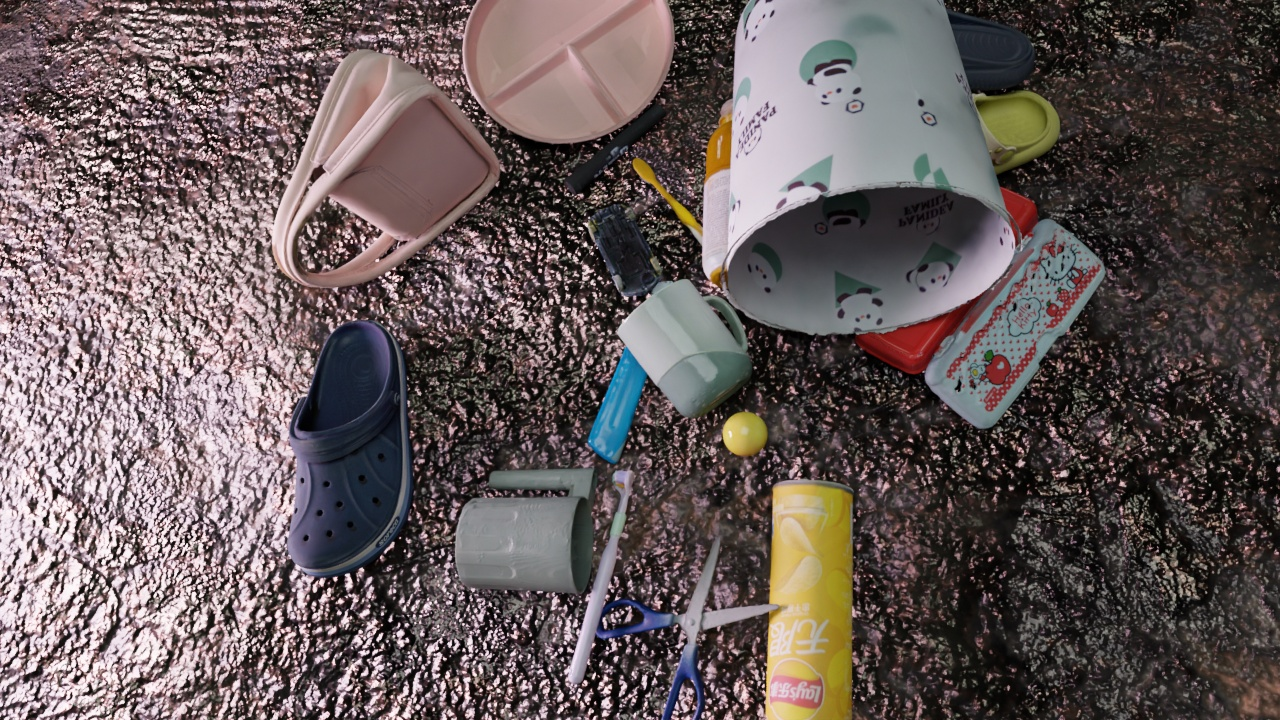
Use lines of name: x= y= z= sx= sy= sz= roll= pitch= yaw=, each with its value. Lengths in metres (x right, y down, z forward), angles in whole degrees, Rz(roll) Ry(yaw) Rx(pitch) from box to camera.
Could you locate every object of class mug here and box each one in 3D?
mug: x=0.053 y=-0.014 z=0.843 sx=0.111 sy=0.082 sz=0.106 roll=-31 pitch=77 yaw=-35
mug: x=-0.097 y=0.147 z=0.818 sx=0.103 sy=0.084 sz=0.123 roll=-2 pitch=43 yaw=10

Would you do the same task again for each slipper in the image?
slipper: x=0.250 y=-0.326 z=0.903 sx=0.268 sy=0.083 sz=0.110 roll=9 pitch=49 yaw=16
slipper: x=0.310 y=-0.217 z=0.875 sx=0.190 sy=0.082 sz=0.091 roll=-20 pitch=66 yaw=-1
slipper: x=-0.273 y=0.072 z=0.860 sx=0.105 sy=0.095 sz=0.252 roll=-3 pitch=66 yaw=11

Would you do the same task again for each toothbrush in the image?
toothbrush: x=-0.035 y=0.187 z=0.806 sx=0.021 sy=0.029 sz=0.188 roll=22 pitch=66 yaw=-18
toothbrush: x=0.051 y=-0.136 z=0.923 sx=0.016 sy=0.018 sz=0.191 roll=-38 pitch=71 yaw=-2

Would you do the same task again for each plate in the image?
plate: x=-0.077 y=-0.338 z=0.991 sx=0.229 sy=0.028 sz=0.229 roll=-1 pitch=80 yaw=6

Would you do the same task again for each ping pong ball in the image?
ping pong ball: x=0.095 y=0.066 z=0.828 sx=0.040 sy=0.040 sz=0.040 roll=-3 pitch=70 yaw=8

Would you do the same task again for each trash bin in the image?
trash bin: x=0.176 y=-0.182 z=0.771 sx=0.230 sy=0.230 sz=0.251 roll=-4 pitch=65 yaw=8

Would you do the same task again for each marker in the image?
marker: x=-0.027 y=-0.223 z=0.964 sx=0.132 sy=0.020 sz=0.022 roll=-43 pitch=53 yaw=-7

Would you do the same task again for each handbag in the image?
handbag: x=-0.262 y=-0.165 z=0.901 sx=0.093 sy=0.193 sz=0.234 roll=39 pitch=90 yaw=22

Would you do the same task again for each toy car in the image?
toy car: x=-0.015 y=-0.107 z=0.913 sx=0.049 sy=0.031 sz=0.105 roll=-26 pitch=67 yaw=0

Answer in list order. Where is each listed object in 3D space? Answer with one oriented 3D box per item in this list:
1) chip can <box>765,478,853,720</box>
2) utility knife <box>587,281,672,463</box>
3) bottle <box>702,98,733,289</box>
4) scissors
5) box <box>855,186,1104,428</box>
chip can: x=0.140 y=0.209 z=0.752 sx=0.072 sy=0.072 sz=0.213 roll=2 pitch=71 yaw=10
utility knife: x=-0.005 y=0.005 z=0.879 sx=0.034 sy=0.018 sz=0.191 roll=21 pitch=73 yaw=-1
bottle: x=0.095 y=-0.163 z=0.881 sx=0.068 sy=0.068 sz=0.189 roll=-1 pitch=70 yaw=9
scissors: x=0.035 y=0.229 z=0.768 sx=0.176 sy=0.012 sz=0.162 roll=-7 pitch=79 yaw=27
box: x=0.309 y=-0.056 z=0.833 sx=0.161 sy=0.060 sz=0.201 roll=37 pitch=81 yaw=15
